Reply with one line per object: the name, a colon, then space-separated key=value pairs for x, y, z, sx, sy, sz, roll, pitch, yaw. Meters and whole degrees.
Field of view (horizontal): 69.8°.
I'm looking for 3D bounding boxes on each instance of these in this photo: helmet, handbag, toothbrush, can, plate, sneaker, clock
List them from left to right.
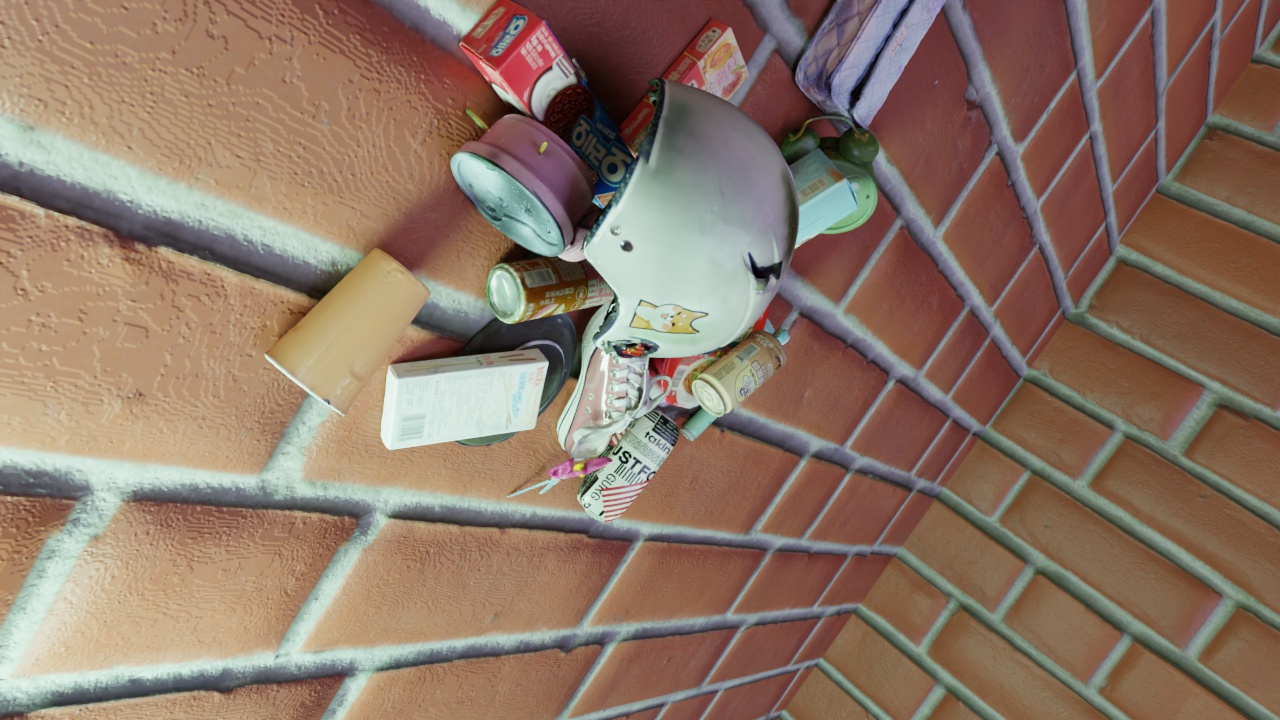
plate: x=-0.130 y=0.022 z=0.967 sx=0.179 sy=0.024 sz=0.180 roll=-33 pitch=144 yaw=-29
clock: x=-0.089 y=-0.137 z=0.774 sx=0.059 sy=0.117 sz=0.158 roll=-52 pitch=150 yaw=-18
can: x=-0.079 y=-0.076 z=0.902 sx=0.147 sy=0.058 sz=0.058 roll=-16 pitch=133 yaw=-45
sneaker: x=-0.026 y=0.033 z=1.026 sx=0.118 sy=0.088 sz=0.242 roll=-3 pitch=132 yaw=-35
toothbrush: x=-0.007 y=0.006 z=1.113 sx=0.026 sy=0.026 sz=0.221 roll=-30 pitch=149 yaw=7
helmet: x=0.057 y=-0.105 z=0.808 sx=0.274 sy=0.157 sz=0.229 roll=88 pitch=19 yaw=-59
toothbrush: x=0.143 y=0.034 z=1.339 sx=0.224 sy=0.026 sz=0.027 roll=-43 pitch=126 yaw=-15
can: x=0.123 y=0.015 z=1.134 sx=0.116 sy=0.058 sz=0.059 roll=-38 pitch=146 yaw=-24
clock: x=0.227 y=-0.226 z=1.103 sx=0.161 sy=0.116 sz=0.056 roll=76 pitch=21 yaw=-49
handbag: x=0.268 y=-0.369 z=1.047 sx=0.134 sy=0.075 sz=0.194 roll=12 pitch=112 yaw=-57

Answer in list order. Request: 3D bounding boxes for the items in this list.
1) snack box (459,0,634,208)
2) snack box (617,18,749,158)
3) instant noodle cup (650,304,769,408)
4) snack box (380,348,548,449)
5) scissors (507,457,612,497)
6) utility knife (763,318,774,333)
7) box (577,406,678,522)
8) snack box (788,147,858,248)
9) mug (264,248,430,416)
snack box: x=-0.068 y=-0.211 z=0.780 sx=0.058 sy=0.057 sz=0.207 roll=-48 pitch=149 yaw=-2
snack box: x=0.043 y=-0.256 z=0.912 sx=0.153 sy=0.025 sz=0.075 roll=-50 pitch=149 yaw=-4
instant noodle cup: x=0.075 y=-0.036 z=1.139 sx=0.193 sy=0.066 sz=0.194 roll=-34 pitch=144 yaw=-30
snack box: x=-0.170 y=0.037 z=0.893 sx=0.156 sy=0.027 sz=0.085 roll=-7 pitch=128 yaw=-33
scissors: x=-0.097 y=0.137 z=1.082 sx=0.133 sy=0.017 sz=0.130 roll=-20 pitch=165 yaw=2
utility knife: x=0.148 y=-0.078 z=1.249 sx=0.031 sy=0.022 sz=0.220 roll=-46 pitch=153 yaw=0
box: x=-0.025 y=0.127 z=1.200 sx=0.075 sy=0.083 sz=0.163 roll=35 pitch=94 yaw=-23
snack box: x=0.153 y=-0.162 z=1.042 sx=0.175 sy=0.074 sz=0.051 roll=-32 pitch=132 yaw=8
mug: x=-0.231 y=-0.027 z=0.741 sx=0.122 sy=0.078 sz=0.078 roll=-52 pitch=150 yaw=-11
